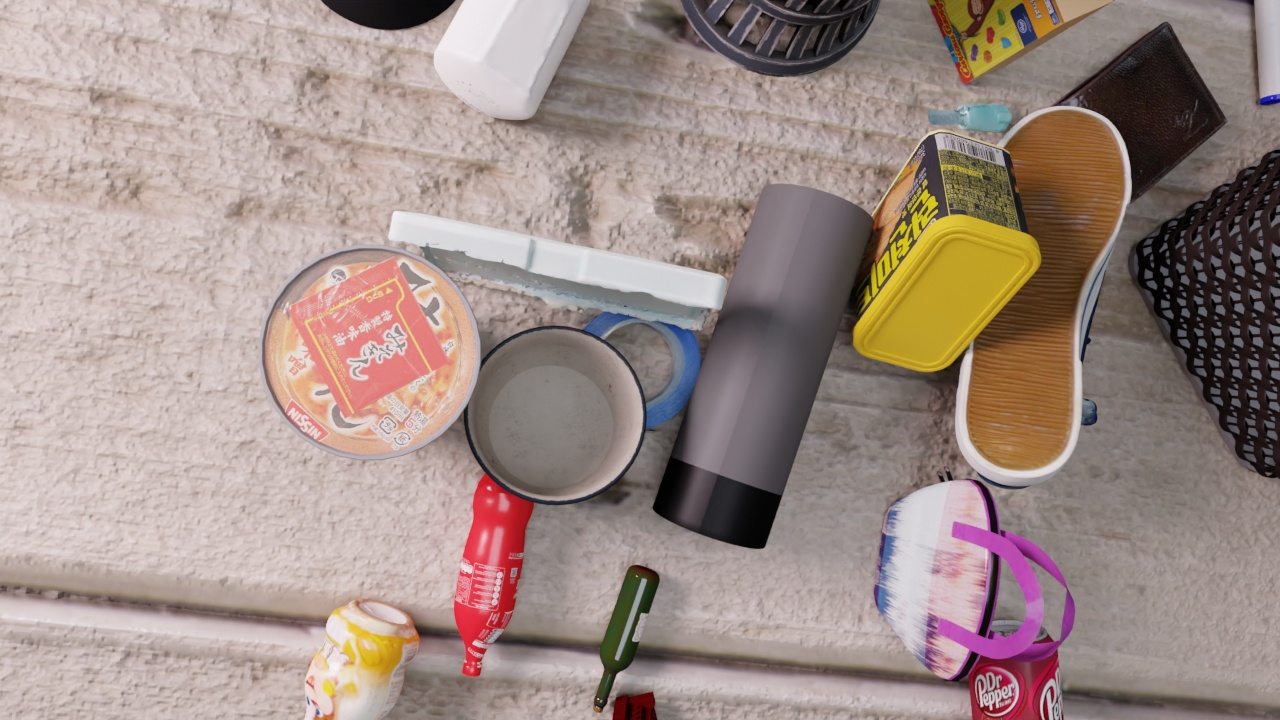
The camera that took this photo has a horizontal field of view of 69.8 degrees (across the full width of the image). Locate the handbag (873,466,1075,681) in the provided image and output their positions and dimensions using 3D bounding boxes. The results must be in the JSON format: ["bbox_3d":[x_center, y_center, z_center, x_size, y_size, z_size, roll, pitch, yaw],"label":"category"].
[{"bbox_3d":[0.226,0.150,0.617,0.068,0.170,0.144,9,88,-9],"label":"handbag"}]

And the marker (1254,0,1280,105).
[{"bbox_3d":[0.507,-0.279,0.740,0.020,0.020,0.141,-3,90,-9],"label":"marker"}]

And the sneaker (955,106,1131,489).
[{"bbox_3d":[0.296,-0.041,0.683,0.121,0.127,0.294,11,76,18],"label":"sneaker"}]

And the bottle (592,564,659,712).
[{"bbox_3d":[-0.013,0.199,0.653,0.025,0.025,0.106,20,86,-8],"label":"bottle"}]

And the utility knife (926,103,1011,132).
[{"bbox_3d":[0.234,-0.172,0.646,0.168,0.015,0.022,-19,103,-52],"label":"utility knife"}]

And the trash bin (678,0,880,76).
[{"bbox_3d":[0.122,-0.297,0.576,0.164,0.227,0.164,0,89,-9],"label":"trash bin"}]

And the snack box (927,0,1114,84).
[{"bbox_3d":[0.260,-0.263,0.648,0.040,0.126,0.088,-25,93,-9],"label":"snack box"}]

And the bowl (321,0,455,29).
[{"bbox_3d":[-0.175,-0.294,0.619,0.124,0.052,0.124,0,89,-9],"label":"bowl"}]

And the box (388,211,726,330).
[{"bbox_3d":[-0.048,-0.058,0.581,0.197,0.136,0.043,13,86,0],"label":"box"}]

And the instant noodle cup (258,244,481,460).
[{"bbox_3d":[-0.163,-0.004,0.583,0.123,0.122,0.123,0,89,-9],"label":"instant noodle cup"}]

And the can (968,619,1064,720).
[{"bbox_3d":[0.278,0.256,0.678,0.063,0.063,0.114,-5,90,-9],"label":"can"}]

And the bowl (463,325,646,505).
[{"bbox_3d":[-0.058,0.041,0.607,0.115,0.059,0.115,2,75,-9],"label":"bowl"}]

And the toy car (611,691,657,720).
[{"bbox_3d":[0.025,0.320,0.635,0.062,0.070,0.170,-14,92,3],"label":"toy car"}]

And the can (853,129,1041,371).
[{"bbox_3d":[0.199,-0.073,0.622,0.072,0.131,0.100,15,51,-8],"label":"can"}]

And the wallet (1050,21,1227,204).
[{"bbox_3d":[0.392,-0.192,0.718,0.120,0.031,0.099,-37,98,-8],"label":"wallet"}]

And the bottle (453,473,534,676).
[{"bbox_3d":[-0.103,0.145,0.631,0.042,0.042,0.141,11,88,-9],"label":"bottle"}]

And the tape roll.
[{"bbox_3d":[-0.004,0.004,0.660,0.091,0.016,0.093,15,87,-8],"label":"tape roll"}]

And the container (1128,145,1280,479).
[{"bbox_3d":[0.546,-0.051,0.631,0.247,0.244,0.245,-33,94,-8],"label":"container"}]

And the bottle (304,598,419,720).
[{"bbox_3d":[-0.191,0.217,0.608,0.063,0.063,0.109,22,87,-8],"label":"bottle"}]

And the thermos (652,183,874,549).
[{"bbox_3d":[0.085,0.005,0.641,0.082,0.082,0.240,20,87,-8],"label":"thermos"}]

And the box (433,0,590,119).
[{"bbox_3d":[-0.070,-0.245,0.618,0.081,0.092,0.161,28,83,-27],"label":"box"}]
